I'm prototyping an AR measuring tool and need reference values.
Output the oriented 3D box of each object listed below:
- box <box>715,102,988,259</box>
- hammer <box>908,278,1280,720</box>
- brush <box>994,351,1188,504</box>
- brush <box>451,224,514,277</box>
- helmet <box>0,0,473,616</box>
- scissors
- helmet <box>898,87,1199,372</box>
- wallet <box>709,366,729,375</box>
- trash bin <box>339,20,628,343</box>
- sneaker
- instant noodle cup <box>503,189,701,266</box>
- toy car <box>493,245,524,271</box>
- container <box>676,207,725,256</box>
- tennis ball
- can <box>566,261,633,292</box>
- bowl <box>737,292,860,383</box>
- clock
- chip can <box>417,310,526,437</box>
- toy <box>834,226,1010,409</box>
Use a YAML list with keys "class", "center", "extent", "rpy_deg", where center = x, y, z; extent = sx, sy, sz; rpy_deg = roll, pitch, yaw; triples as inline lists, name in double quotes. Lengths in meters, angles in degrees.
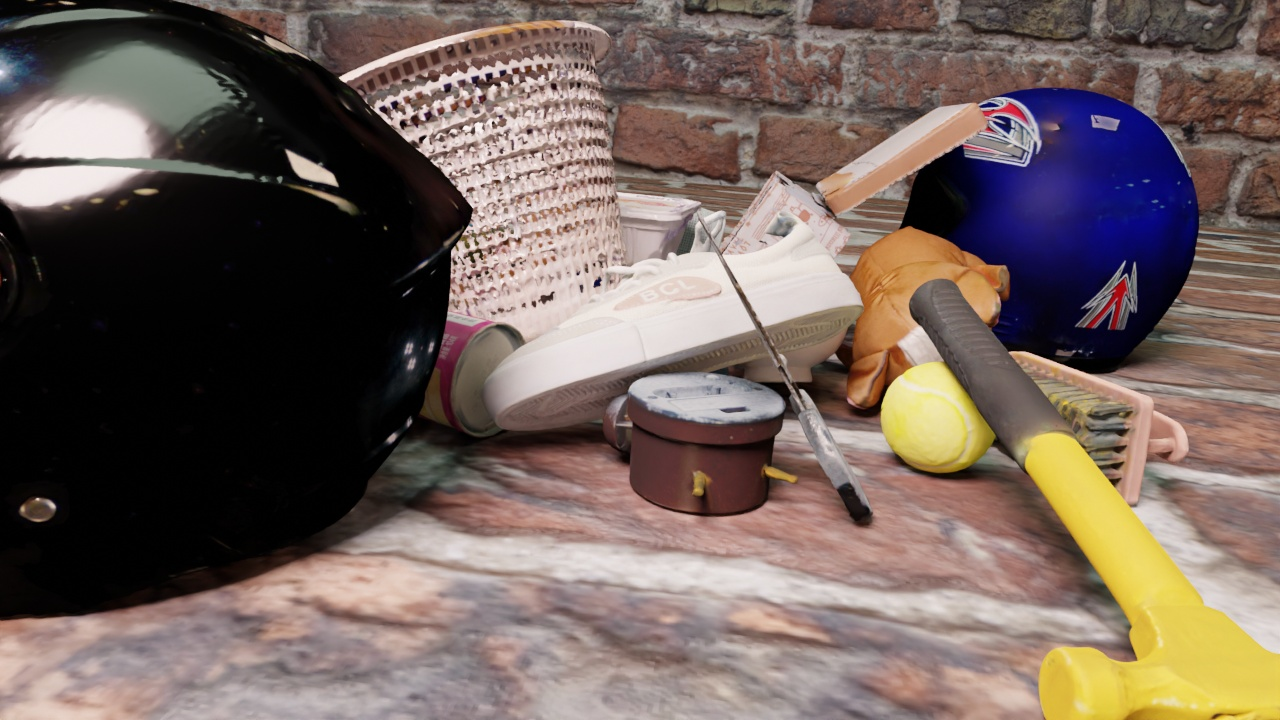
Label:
- class: "box"
  center: [0.161, -0.133, 0.790]
  extent: [0.105, 0.261, 0.178]
  rpy_deg: [37, 17, -2]
- class: "hammer"
  center: [0.190, 0.043, 0.425]
  extent: [0.128, 0.033, 0.300]
  rpy_deg: [3, 32, -8]
- class: "brush"
  center: [0.258, 0.033, 0.566]
  extent: [0.073, 0.063, 0.145]
  rpy_deg: [-3, 15, -11]
- class: "brush"
  center: [-0.200, -0.123, 1.014]
  extent: [0.074, 0.055, 0.143]
  rpy_deg: [12, 18, 25]
- class: "helmet"
  center: [-0.213, -0.042, 0.399]
  extent: [0.274, 0.230, 0.233]
  rpy_deg: [40, 1, -24]
- class: "scissors"
  center: [0.074, 0.007, 0.462]
  extent: [0.014, 0.168, 0.156]
  rpy_deg: [-28, 54, 7]
- class: "helmet"
  center: [0.369, -0.135, 0.878]
  extent: [0.247, 0.240, 0.315]
  rpy_deg: [3, 15, -9]
- class: "wallet"
  center: [-0.004, 0.004, 0.659]
  extent: [0.115, 0.033, 0.090]
  rpy_deg: [-4, 18, -15]
- class: "trash bin"
  center: [-0.102, -0.105, 0.650]
  extent: [0.227, 0.192, 0.227]
  rpy_deg: [-17, 6, 2]
- class: "sneaker"
  center: [0.014, -0.033, 0.550]
  extent: [0.241, 0.090, 0.090]
  rpy_deg: [-18, -19, -20]
- class: "instant noodle cup"
  center: [-0.036, -0.130, 0.887]
  extent: [0.173, 0.060, 0.137]
  rpy_deg: [7, 16, 13]
- class: "toy car"
  center: [-0.095, -0.101, 0.964]
  extent: [0.122, 0.056, 0.037]
  rpy_deg: [-2, 13, -21]
- class: "container"
  center: [0.018, -0.132, 1.006]
  extent: [0.111, 0.090, 0.090]
  rpy_deg: [10, 12, -23]
- class: "tennis ball"
  center: [0.174, 0.033, 0.535]
  extent: [0.065, 0.065, 0.065]
  rpy_deg: [4, 16, -1]
- class: "can"
  center: [-0.035, -0.072, 0.888]
  extent: [0.074, 0.049, 0.148]
  rpy_deg: [-4, 18, -26]
- class: "bowl"
  center: [0.100, -0.016, 0.669]
  extent: [0.118, 0.064, 0.118]
  rpy_deg: [-1, -2, 0]
- class: "clock"
  center: [0.028, 0.038, 0.495]
  extent: [0.082, 0.055, 0.122]
  rpy_deg: [-4, 17, -25]
- class: "chip can"
  center: [-0.172, -0.009, 0.584]
  extent: [0.211, 0.071, 0.071]
  rpy_deg: [14, 18, 30]
- class: "toy"
  center: [0.211, -0.028, 0.687]
  extent: [0.130, 0.140, 0.199]
  rpy_deg: [44, 19, 1]
